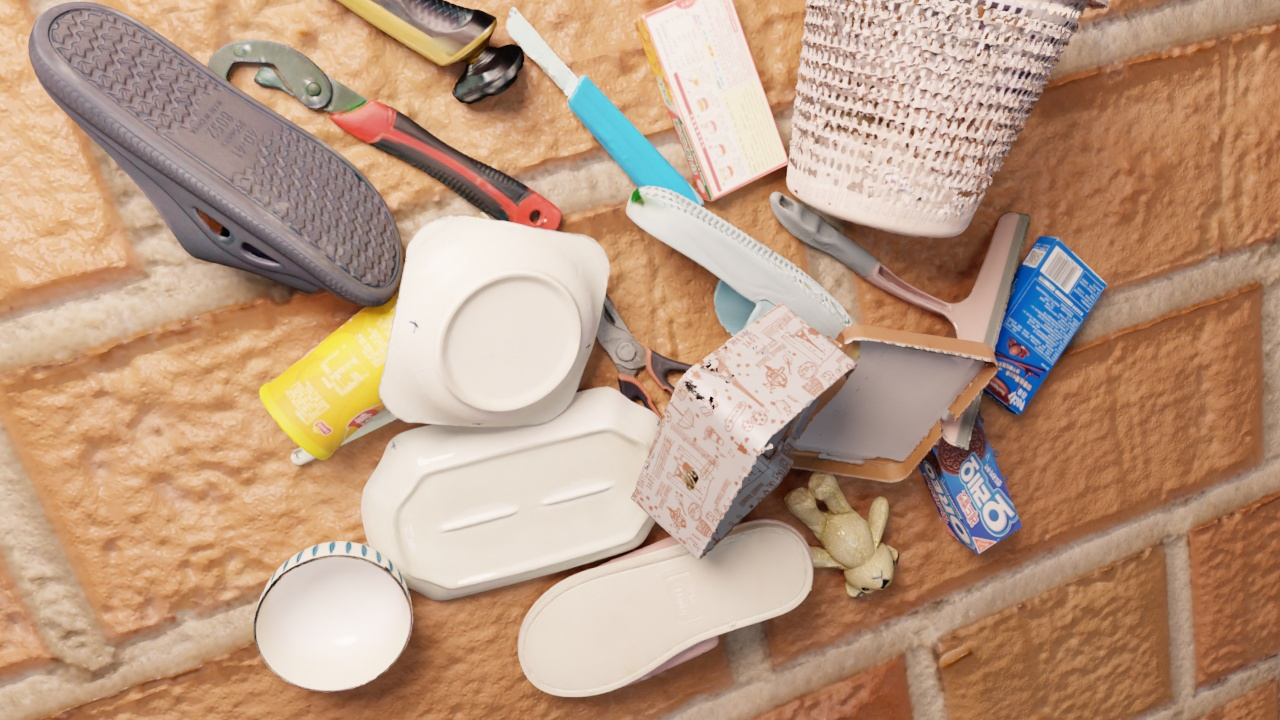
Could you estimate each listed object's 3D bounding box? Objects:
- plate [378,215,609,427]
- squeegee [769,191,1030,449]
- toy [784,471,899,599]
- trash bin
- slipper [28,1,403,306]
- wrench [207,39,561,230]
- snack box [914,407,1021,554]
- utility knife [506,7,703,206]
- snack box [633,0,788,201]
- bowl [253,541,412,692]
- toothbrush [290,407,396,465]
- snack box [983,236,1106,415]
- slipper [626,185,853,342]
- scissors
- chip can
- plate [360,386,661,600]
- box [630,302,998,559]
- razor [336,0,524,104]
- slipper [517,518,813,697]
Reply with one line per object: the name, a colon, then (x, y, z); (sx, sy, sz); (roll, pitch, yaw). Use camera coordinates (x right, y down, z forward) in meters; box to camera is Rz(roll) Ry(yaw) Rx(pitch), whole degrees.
plate: (-0.099, -0.019, 0.674); (0.163, 0.034, 0.164); (4, 112, -32)
squeegee: (0.214, -0.082, 0.821); (0.249, 0.040, 0.247); (28, 71, -13)
toy: (0.191, 0.162, 0.863); (0.105, 0.066, 0.157); (-40, 118, 0)
trash bin: (0.210, -0.208, 0.715); (0.227, 0.227, 0.192); (4, 114, -19)
slipper: (-0.284, -0.125, 0.629); (0.268, 0.110, 0.084); (38, 128, -23)
wrench: (-0.181, -0.162, 0.687); (0.273, 0.016, 0.056); (24, 98, -22)
snack box: (0.302, 0.088, 0.887); (0.058, 0.057, 0.207); (-31, 111, -6)
utility knife: (-0.029, -0.191, 0.729); (0.034, 0.018, 0.216); (-46, 114, -1)
snack box: (0.060, -0.217, 0.748); (0.077, 0.027, 0.156); (-27, 110, -11)
bowl: (-0.241, 0.193, 0.727); (0.116, 0.066, 0.116); (-4, 105, -15)
toothbrush: (-0.189, 0.038, 0.733); (0.189, 0.020, 0.029); (-26, 79, -10)
snack box: (0.382, -0.034, 0.900); (0.084, 0.026, 0.157); (33, 91, -22)
slipper: (0.084, -0.059, 0.754); (0.245, 0.104, 0.074); (29, 106, -26)
scissors: (0.006, -0.004, 0.789); (0.196, 0.015, 0.206); (2, 103, -18)
chip can: (-0.180, -0.020, 0.693); (0.213, 0.072, 0.072); (-41, 112, -5)
plate: (-0.095, 0.117, 0.766); (0.265, 0.034, 0.162); (-12, 108, -12)
box: (0.131, 0.048, 0.734); (0.273, 0.125, 0.179); (-11, 145, -25)
razor: (-0.165, -0.243, 0.659); (0.167, 0.062, 0.068); (27, 125, -17)
slipper: (0.021, 0.215, 0.811); (0.274, 0.054, 0.114); (-24, 91, 4)
